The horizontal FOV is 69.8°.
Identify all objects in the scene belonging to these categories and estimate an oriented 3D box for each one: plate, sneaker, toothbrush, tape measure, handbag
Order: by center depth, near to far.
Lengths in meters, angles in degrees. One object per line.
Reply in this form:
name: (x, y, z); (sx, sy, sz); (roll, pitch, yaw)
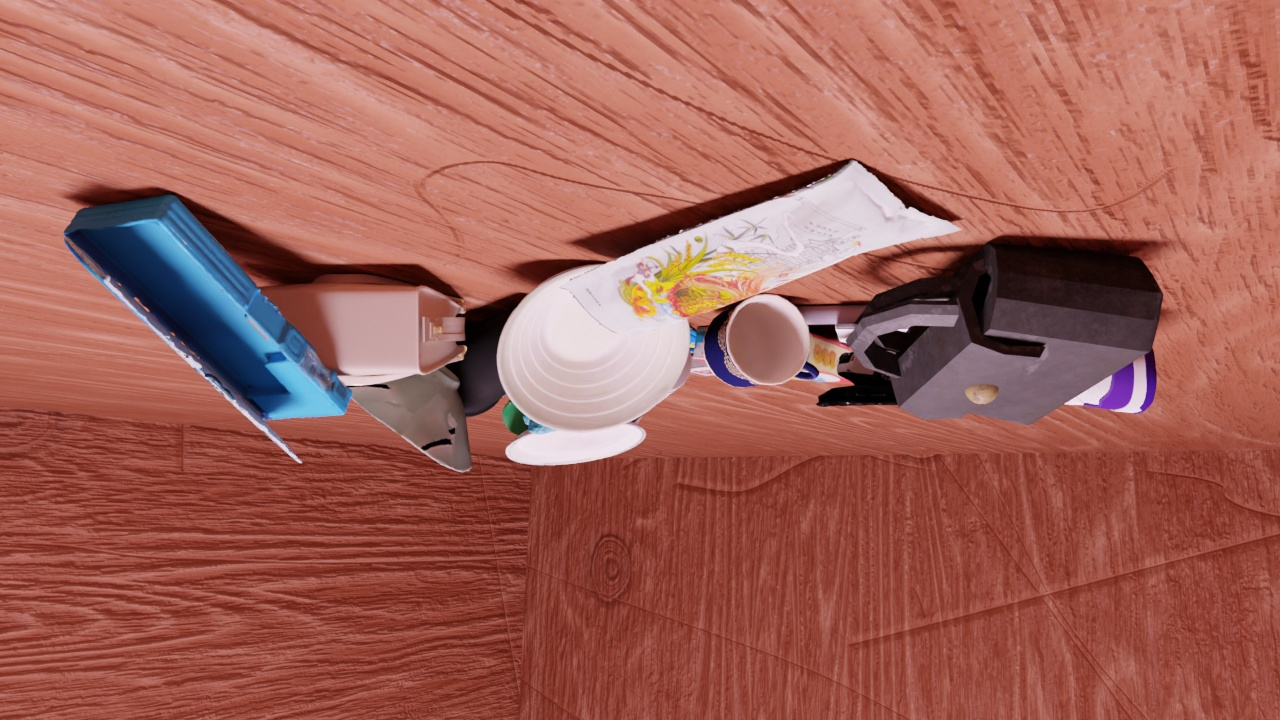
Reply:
handbag: (0.272, -0.015, 0.748); (0.199, 0.102, 0.198); (8, 158, -1)
toothbrush: (0.239, -0.045, 0.892); (0.188, 0.018, 0.019); (0, 172, 13)
handbag: (-0.265, -0.031, 0.901); (0.195, 0.101, 0.197); (0, -178, 8)
sneaker: (0.443, 0.012, 0.976); (0.111, 0.091, 0.244); (-1, 177, 2)
plate: (-0.072, 0.089, 1.023); (0.157, 0.014, 0.157); (-8, 160, -3)
tape measure: (0.094, 0.004, 1.205); (0.060, 0.020, 0.062); (-6, 167, 40)

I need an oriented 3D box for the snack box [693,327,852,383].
snack box: (0.158, -0.005, 1.035); (0.145, 0.040, 0.142); (4, 173, 38)

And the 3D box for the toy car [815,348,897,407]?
toy car: (0.278, 0.014, 0.906); (0.191, 0.071, 0.094); (2, 177, -5)

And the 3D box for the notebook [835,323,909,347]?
notebook: (0.303, -0.022, 0.974); (0.178, 0.013, 0.245); (0, 176, 14)

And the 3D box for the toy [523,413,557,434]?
toy: (-0.067, 0.037, 0.928); (0.092, 0.062, 0.132); (-27, -164, 32)

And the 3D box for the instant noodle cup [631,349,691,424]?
instant noodle cup: (-0.006, 0.006, 1.027); (0.136, 0.122, 0.122); (-46, -170, -35)

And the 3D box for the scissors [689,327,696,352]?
scissors: (0.059, -0.024, 1.074); (0.070, 0.022, 0.130); (-2, 174, 23)

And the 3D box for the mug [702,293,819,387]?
mug: (0.118, -0.009, 0.904); (0.112, 0.085, 0.089); (30, 166, -12)

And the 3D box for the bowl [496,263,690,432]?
bowl: (-0.047, -0.021, 0.841); (0.176, 0.177, 0.057); (6, -150, -21)

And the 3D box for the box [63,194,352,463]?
box: (-0.335, -0.011, 0.716); (0.092, 0.085, 0.243); (-4, 142, 18)

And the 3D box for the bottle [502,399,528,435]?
bottle: (-0.093, 0.040, 1.097); (0.068, 0.068, 0.209); (-2, -168, 24)

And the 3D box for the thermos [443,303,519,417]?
thermos: (-0.154, -0.005, 0.985); (0.105, 0.105, 0.219); (8, 164, -34)

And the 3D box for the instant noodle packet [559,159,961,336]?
instant noodle packet: (0.078, -0.072, 0.675); (0.270, 0.057, 0.146); (-14, 164, 42)

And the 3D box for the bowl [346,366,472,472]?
bowl: (-0.222, 0.037, 0.946); (0.174, 0.068, 0.174); (39, 180, 0)
